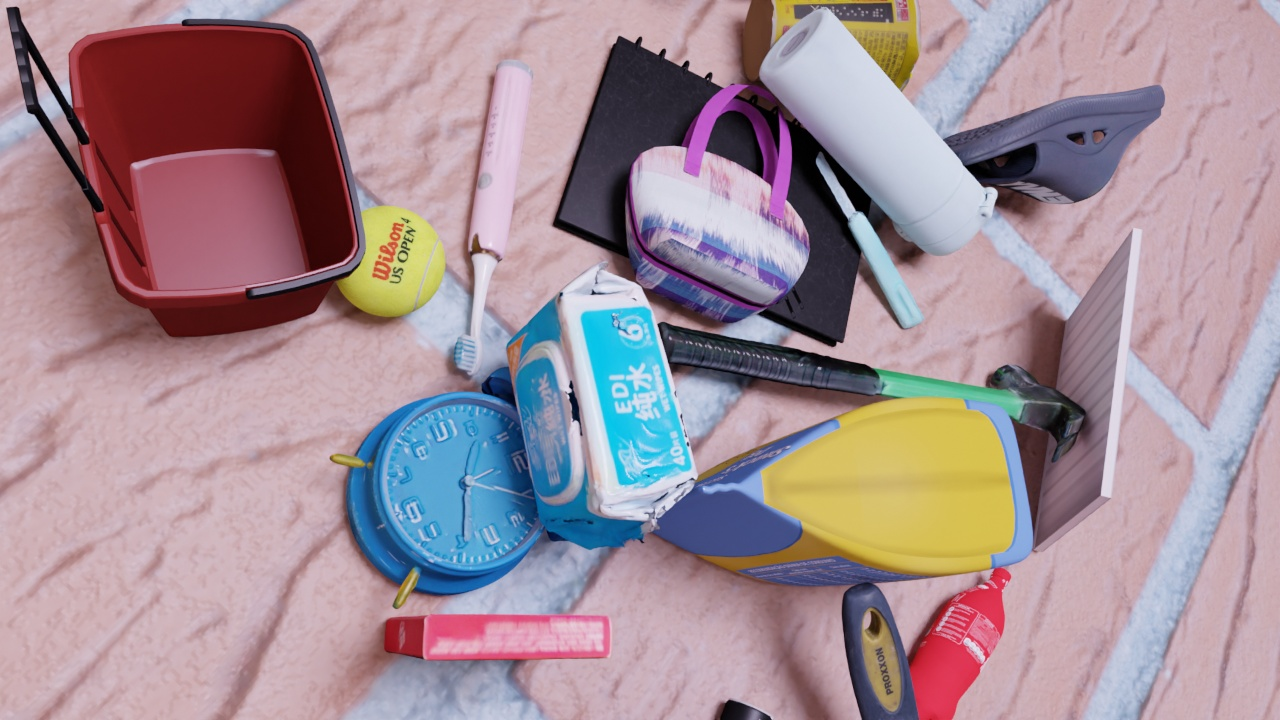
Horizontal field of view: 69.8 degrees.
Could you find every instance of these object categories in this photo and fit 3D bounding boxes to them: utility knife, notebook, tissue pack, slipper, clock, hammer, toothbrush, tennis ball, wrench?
[{"bbox_3d":[0.175,-0.090,0.699,0.022,0.015,0.158,-41,107,-25],"label":"utility knife"},{"bbox_3d":[0.066,-0.128,0.682,0.231,0.019,0.168,22,69,-16],"label":"notebook"},{"bbox_3d":[-0.026,0.030,0.490,0.061,0.093,0.144,-7,75,-31],"label":"tissue pack"},{"bbox_3d":[0.333,0.027,0.686,0.009,0.143,0.209,15,67,12],"label":"notebook"},{"bbox_3d":[0.351,-0.175,0.778,0.267,0.111,0.083,-20,99,-31],"label":"slipper"},{"bbox_3d":[-0.090,0.066,0.534,0.161,0.060,0.117,-25,84,-29],"label":"clock"},{"bbox_3d":[0.164,0.014,0.647,0.318,0.130,0.032,10,109,-12],"label":"hammer"},{"bbox_3d":[-0.097,-0.097,0.598,0.026,0.027,0.222,26,62,-46],"label":"toothbrush"},{"bbox_3d":[-0.149,-0.058,0.543,0.065,0.065,0.065,7,72,-21],"label":"tennis ball"},{"bbox_3d":[0.160,0.258,0.557,0.073,0.022,0.273,-18,104,-9],"label":"wrench"}]

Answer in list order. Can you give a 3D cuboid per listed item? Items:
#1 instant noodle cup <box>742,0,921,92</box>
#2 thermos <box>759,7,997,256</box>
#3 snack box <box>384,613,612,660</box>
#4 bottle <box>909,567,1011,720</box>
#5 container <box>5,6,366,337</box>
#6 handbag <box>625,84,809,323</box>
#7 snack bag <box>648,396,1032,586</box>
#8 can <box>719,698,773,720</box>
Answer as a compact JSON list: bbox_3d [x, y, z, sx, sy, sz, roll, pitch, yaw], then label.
[{"bbox_3d":[0.142,-0.250,0.715,0.112,0.100,0.100,0,74,-12],"label":"instant noodle cup"},{"bbox_3d":[0.178,-0.160,0.677,0.207,0.078,0.065,40,55,-23],"label":"thermos"},{"bbox_3d":[-0.079,0.142,0.475,0.089,0.133,0.021,7,73,-21],"label":"snack box"},{"bbox_3d":[0.219,0.198,0.636,0.042,0.042,0.141,48,63,-4],"label":"bottle"},{"bbox_3d":[-0.211,-0.097,0.452,0.126,0.201,0.148,-13,80,-25],"label":"container"},{"bbox_3d":[0.063,-0.120,0.640,0.144,0.068,0.169,23,63,-15],"label":"handbag"},{"bbox_3d":[0.099,0.085,0.553,0.205,0.159,0.102,1,74,-21],"label":"snack bag"},{"bbox_3d":[0.053,0.250,0.556,0.031,0.032,0.080,31,65,-12],"label":"can"}]
